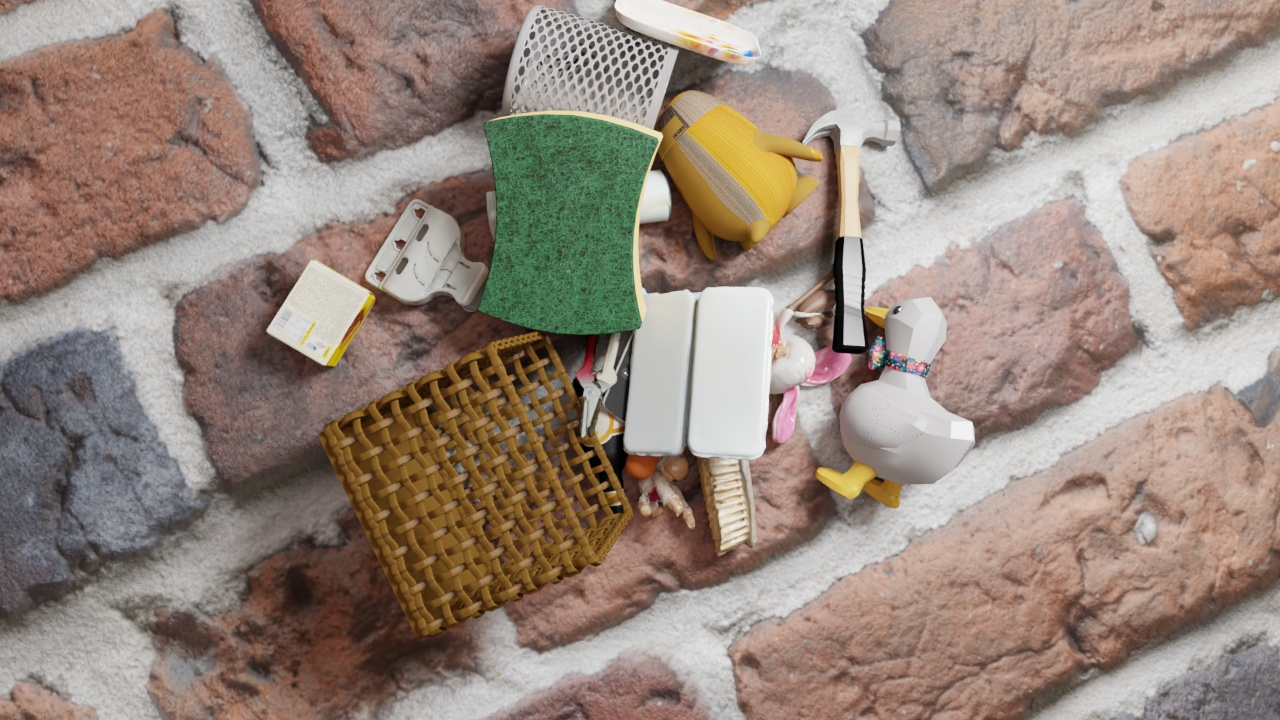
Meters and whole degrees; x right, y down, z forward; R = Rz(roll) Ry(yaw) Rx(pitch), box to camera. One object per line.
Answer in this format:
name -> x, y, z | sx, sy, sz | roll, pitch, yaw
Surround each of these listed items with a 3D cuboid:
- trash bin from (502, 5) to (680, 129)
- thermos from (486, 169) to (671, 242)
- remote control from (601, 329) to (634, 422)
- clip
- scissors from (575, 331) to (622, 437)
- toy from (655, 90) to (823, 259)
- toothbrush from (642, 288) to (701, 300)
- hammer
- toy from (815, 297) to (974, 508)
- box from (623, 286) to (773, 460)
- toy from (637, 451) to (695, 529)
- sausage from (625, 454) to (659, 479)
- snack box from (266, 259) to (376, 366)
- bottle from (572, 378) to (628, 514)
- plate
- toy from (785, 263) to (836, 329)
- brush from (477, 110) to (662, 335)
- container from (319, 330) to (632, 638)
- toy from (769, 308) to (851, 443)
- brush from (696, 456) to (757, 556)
trash bin -> -0.063, -0.338, 1.129 | 0.183, 0.156, 0.156 | 18, 86, -3
thermos -> -0.079, -0.196, 1.165 | 0.230, 0.068, 0.068 | -8, 89, -6
remote control -> -0.007, 0.007, 1.162 | 0.045, 0.008, 0.146 | 39, 60, -30
clip -> -0.257, -0.120, 1.150 | 0.144, 0.074, 0.124 | 31, 87, 6
scissors -> -0.059, 0.018, 1.124 | 0.146, 0.015, 0.187 | 29, 50, 27
toy -> 0.107, -0.248, 1.160 | 0.203, 0.162, 0.199 | 47, 123, -1
toothbrush -> 0.070, -0.084, 1.204 | 0.155, 0.016, 0.022 | 0, 118, -7
hammer -> 0.269, -0.170, 1.187 | 0.131, 0.039, 0.327 | 4, 76, -4
toy -> 0.329, 0.056, 1.149 | 0.140, 0.246, 0.268 | 15, 105, -26
box -> 0.065, 0.014, 1.095 | 0.193, 0.061, 0.209 | 3, 78, 22
toy -> 0.038, 0.157, 1.172 | 0.074, 0.085, 0.105 | -8, 63, 28
sausage -> 0.019, 0.071, 1.158 | 0.039, 0.045, 0.164 | 25, 67, -22
snack box -> -0.390, -0.057, 1.127 | 0.083, 0.061, 0.105 | 31, 85, -4
bottle -> -0.044, 0.108, 1.162 | 0.059, 0.059, 0.181 | -9, 89, -7
plate -> 0.058, -0.413, 1.146 | 0.187, 0.186, 0.016 | 17, 120, -6
toy -> 0.239, -0.081, 1.209 | 0.101, 0.042, 0.055 | -38, 107, -13
brush -> -0.083, -0.161, 1.075 | 0.195, 0.075, 0.250 | 7, 110, 4
container -> -0.174, 0.130, 1.041 | 0.214, 0.219, 0.251 | -25, 91, 11
toy -> 0.177, -0.005, 1.174 | 0.159, 0.084, 0.194 | -47, 117, -11
brush -> 0.100, 0.109, 1.166 | 0.056, 0.083, 0.271 | -9, 90, -8
